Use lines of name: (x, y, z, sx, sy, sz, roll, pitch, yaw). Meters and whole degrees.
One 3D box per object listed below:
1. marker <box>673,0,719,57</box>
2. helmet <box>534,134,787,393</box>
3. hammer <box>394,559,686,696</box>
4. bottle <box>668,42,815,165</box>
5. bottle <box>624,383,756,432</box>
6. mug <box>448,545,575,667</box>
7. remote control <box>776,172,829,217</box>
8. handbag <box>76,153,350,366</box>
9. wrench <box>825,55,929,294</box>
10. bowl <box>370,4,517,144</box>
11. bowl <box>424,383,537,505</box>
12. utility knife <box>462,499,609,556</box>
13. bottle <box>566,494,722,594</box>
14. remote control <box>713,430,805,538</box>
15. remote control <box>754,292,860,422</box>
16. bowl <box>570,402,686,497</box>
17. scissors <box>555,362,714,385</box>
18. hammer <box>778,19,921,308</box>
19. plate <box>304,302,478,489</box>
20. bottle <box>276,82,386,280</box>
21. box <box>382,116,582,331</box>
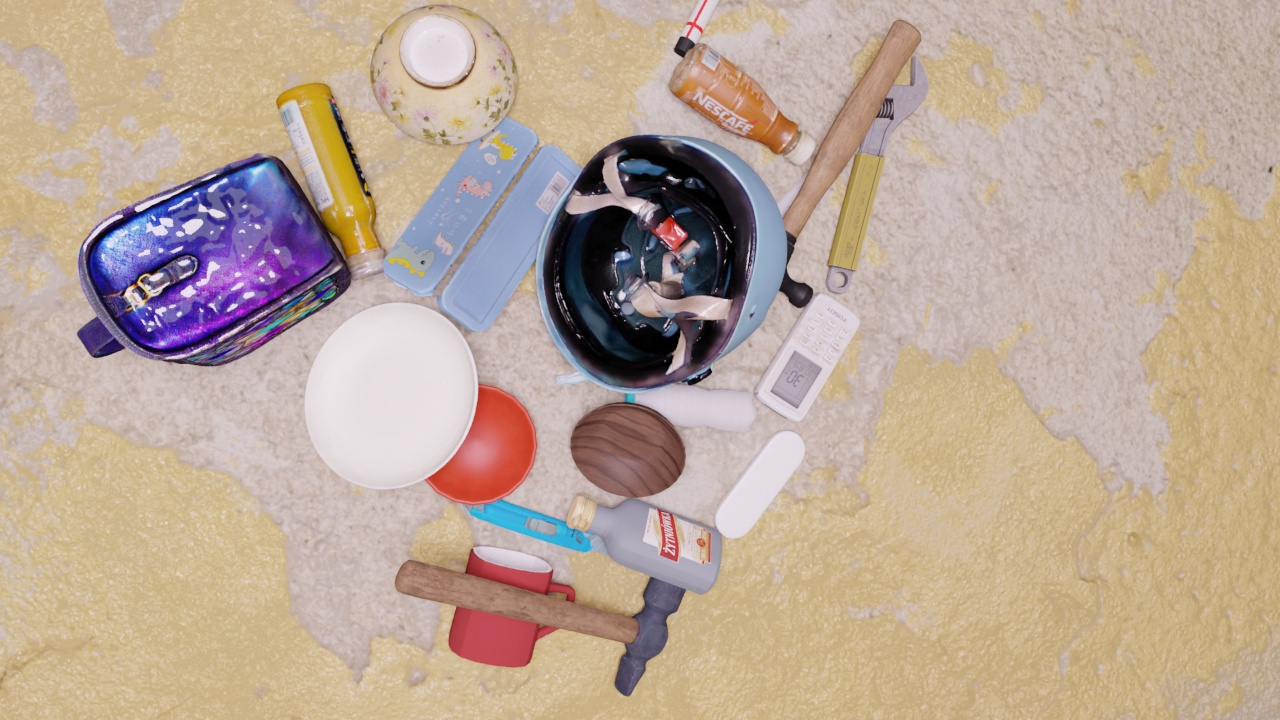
marker: (0.076, -0.387, 0.966, 0.019, 0.019, 0.145, 28, 87, -10)
helmet: (0.027, -0.089, 0.879, 0.266, 0.166, 0.225, -36, 78, 34)
hammer: (-0.093, 0.241, 0.882, 0.321, 0.040, 0.129, 27, 86, -38)
bottle: (0.111, -0.261, 0.958, 0.167, 0.059, 0.059, 30, 87, -18)
bottle: (0.052, 0.048, 0.966, 0.136, 0.044, 0.044, 7, 91, -10)
mug: (-0.126, 0.250, 0.927, 0.116, 0.080, 0.096, 15, 89, -17)
remote control: (0.150, -0.151, 0.991, 0.131, 0.012, 0.033, -43, 98, -5)
handbag: (-0.383, -0.068, 0.812, 0.221, 0.205, 0.125, -32, 97, -14)
wrench: (0.251, -0.204, 1.003, 0.083, 0.018, 0.273, 14, 90, -10)
bowl: (-0.194, -0.289, 0.893, 0.145, 0.063, 0.145, 0, 86, -5)
bowl: (-0.167, 0.084, 0.934, 0.122, 0.035, 0.122, 0, 92, -10)
utility knife: (-0.096, 0.175, 0.962, 0.198, 0.015, 0.031, 19, 92, -11)
bottle: (0.003, 0.183, 0.951, 0.161, 0.072, 0.046, 22, 131, -10)
remote control: (0.129, 0.134, 0.999, 0.043, 0.013, 0.136, 39, 86, -9)
remote control: (0.181, -0.004, 0.995, 0.060, 0.025, 0.138, 33, 87, -9)
bowl: (-0.011, 0.085, 0.947, 0.119, 0.032, 0.119, 5, 123, 8)
scissors: (-0.007, 0.004, 0.972, 0.174, 0.033, 0.065, -13, 98, -12)
hammer: (0.197, -0.216, 0.956, 0.132, 0.040, 0.305, 30, 92, -29)
plate: (-0.238, 0.035, 0.897, 0.182, 0.034, 0.182, -3, 79, 13)
bottle: (-0.295, -0.172, 0.893, 0.053, 0.053, 0.186, -21, 96, -9)
box: (-0.151, -0.139, 0.910, 0.126, 0.039, 0.209, 34, 74, -11)
